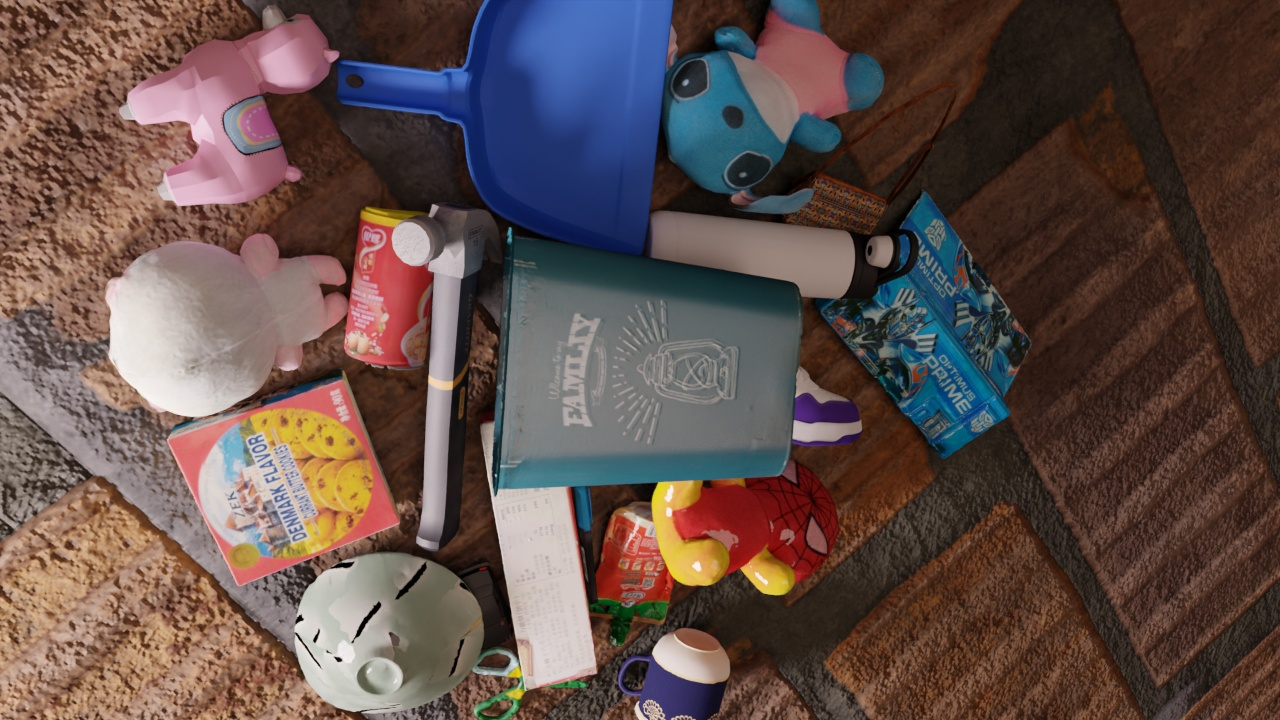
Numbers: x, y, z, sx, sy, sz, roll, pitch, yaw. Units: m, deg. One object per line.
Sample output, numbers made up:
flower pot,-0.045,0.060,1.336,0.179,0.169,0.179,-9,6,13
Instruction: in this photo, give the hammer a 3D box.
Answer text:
hammer,-0.165,0.023,0.772,0.035,0.139,0.313,14,112,13

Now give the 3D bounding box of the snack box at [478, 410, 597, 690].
snack box,-0.094,0.175,0.865,0.076,0.044,0.273,-10,105,-11

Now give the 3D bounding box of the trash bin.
trash bin,-0.004,0.004,0.724,0.218,0.199,0.196,3,94,-10

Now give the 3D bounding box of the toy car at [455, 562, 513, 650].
toy car,-0.149,0.237,0.870,0.042,0.036,0.092,-21,110,-13

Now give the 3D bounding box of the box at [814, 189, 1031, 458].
box,0.312,-0.030,0.949,0.175,0.060,0.243,-46,114,-3

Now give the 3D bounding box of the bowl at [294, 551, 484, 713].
bowl,-0.227,0.262,0.815,0.174,0.068,0.174,-2,108,-7

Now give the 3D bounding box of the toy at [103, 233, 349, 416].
toy,-0.313,-0.032,0.710,0.179,0.101,0.139,-25,125,-30

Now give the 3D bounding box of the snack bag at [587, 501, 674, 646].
snack bag,-0.006,0.219,0.918,0.087,0.044,0.155,9,106,-12

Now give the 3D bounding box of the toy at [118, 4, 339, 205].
toy,-0.296,-0.187,0.686,0.157,0.067,0.123,-25,113,-16

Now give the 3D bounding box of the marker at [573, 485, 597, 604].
marker,-0.051,0.180,0.894,0.015,0.018,0.123,-10,103,-20

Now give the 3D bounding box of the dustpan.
dustpan,-0.112,-0.213,0.740,0.257,0.059,0.246,7,111,0

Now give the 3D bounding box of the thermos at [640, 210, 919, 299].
thermos,0.120,-0.097,0.824,0.229,0.101,0.068,4,78,-11

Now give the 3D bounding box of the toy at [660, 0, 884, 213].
toy,0.097,-0.240,0.798,0.191,0.099,0.224,-38,92,-10

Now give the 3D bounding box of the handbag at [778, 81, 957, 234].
handbag,0.208,-0.180,0.828,0.093,0.043,0.196,15,138,-24

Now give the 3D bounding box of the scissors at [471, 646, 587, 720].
scissors,-0.112,0.310,0.918,0.131,0.012,0.108,-25,111,-10

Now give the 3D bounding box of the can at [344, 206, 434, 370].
can,-0.202,-0.061,0.753,0.066,0.067,0.124,6,102,-21

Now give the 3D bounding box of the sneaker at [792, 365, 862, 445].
sneaker,0.106,0.009,0.874,0.244,0.092,0.111,12,96,-17

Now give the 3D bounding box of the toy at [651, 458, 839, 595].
toy,0.107,0.157,0.888,0.216,0.099,0.147,7,65,-40

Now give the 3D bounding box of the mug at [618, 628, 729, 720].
mug,0.035,0.323,0.942,0.112,0.085,0.089,16,98,13

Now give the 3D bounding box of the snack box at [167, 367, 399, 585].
snack box,-0.297,0.098,0.777,0.144,0.040,0.143,-20,111,-13
